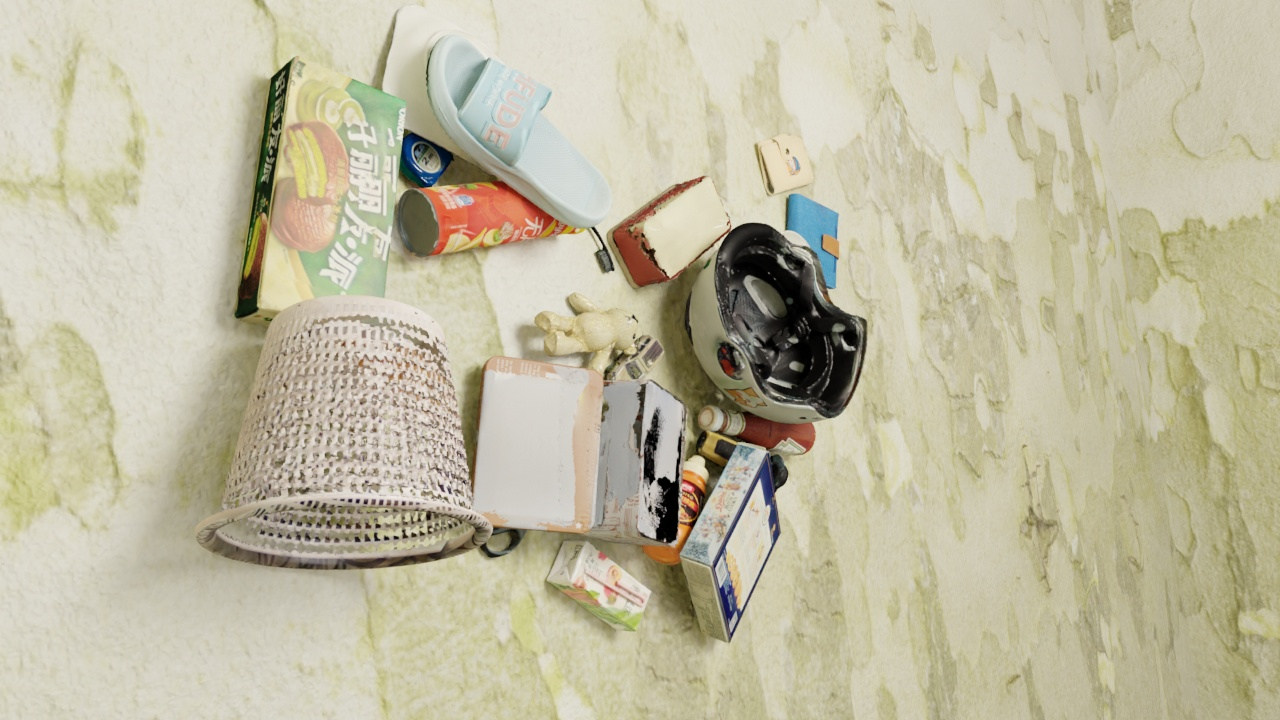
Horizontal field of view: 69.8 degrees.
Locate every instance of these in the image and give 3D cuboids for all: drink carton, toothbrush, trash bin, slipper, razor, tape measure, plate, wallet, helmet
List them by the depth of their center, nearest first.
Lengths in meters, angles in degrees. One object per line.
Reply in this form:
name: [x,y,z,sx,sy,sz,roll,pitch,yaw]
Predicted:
trash bin: [-0.240,0.060,0.772,0.227,0.228,0.191,18,58,-42]
slipper: [-0.116,-0.233,0.941,0.245,0.074,0.103,41,49,-24]
tape measure: [-0.226,-0.208,0.947,0.054,0.025,0.058,43,46,-25]
plate: [-0.190,-0.294,0.977,0.164,0.034,0.163,24,58,-39]
drink carton: [-0.043,0.254,1.032,0.122,0.046,0.053,45,54,-31]
toothbrush: [-0.076,-0.190,1.102,0.016,0.014,0.189,-31,105,-19]
helmet: [0.158,-0.033,1.206,0.274,0.157,0.229,44,51,-13]
razor: [0.135,0.132,1.212,0.167,0.068,0.062,29,75,-39]
wallet: [0.223,-0.306,1.412,0.114,0.024,0.087,-24,99,-43]
wallet: [0.267,-0.183,1.424,0.106,0.040,0.133,17,72,-37]

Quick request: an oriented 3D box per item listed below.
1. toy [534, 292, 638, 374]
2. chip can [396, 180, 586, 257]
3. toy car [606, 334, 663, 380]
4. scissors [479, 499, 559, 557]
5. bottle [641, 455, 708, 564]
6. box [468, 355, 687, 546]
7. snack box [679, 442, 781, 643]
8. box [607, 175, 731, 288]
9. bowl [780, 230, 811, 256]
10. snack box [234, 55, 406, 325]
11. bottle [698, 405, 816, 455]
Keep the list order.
toy: [-0.060,-0.034,1.052,0.157,0.066,0.105,-5,69,-53]
chip can: [-0.151,-0.159,0.982,0.216,0.073,0.073,-17,95,-44]
toy car: [-0.007,0.007,1.120,0.090,0.035,0.042,-49,115,-36]
scissors: [-0.110,0.171,1.008,0.174,0.014,0.135,33,60,-40]
bottle: [0.050,0.177,1.131,0.067,0.067,0.149,50,45,-26]
box: [-0.053,0.104,0.996,0.273,0.126,0.178,18,69,-40]
snack box: [0.117,0.229,1.147,0.182,0.046,0.178,-57,147,-36]
box: [0.046,-0.169,1.171,0.167,0.080,0.091,-43,113,-41]
bowl: [0.200,-0.126,1.328,0.113,0.062,0.113,12,73,-43]
snack box: [-0.291,-0.144,0.843,0.114,0.063,0.239,15,73,-41]
bottle: [0.159,0.092,1.254,0.205,0.060,0.059,14,73,-42]
